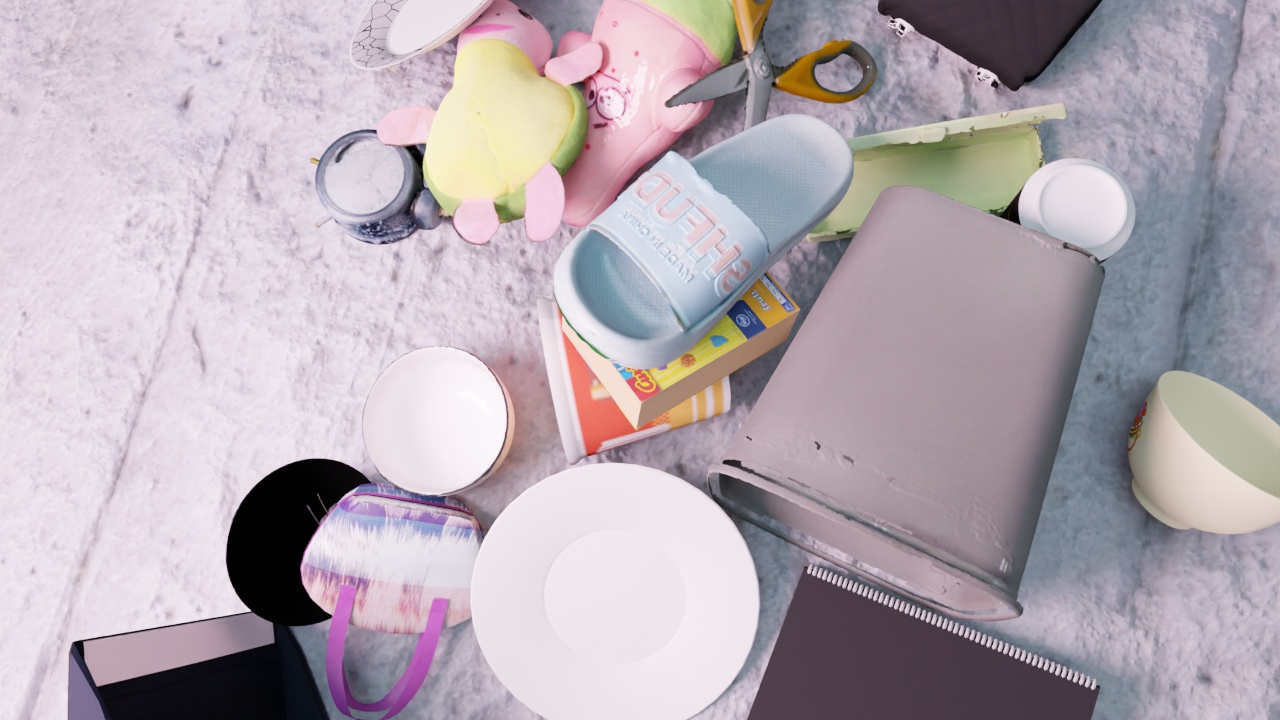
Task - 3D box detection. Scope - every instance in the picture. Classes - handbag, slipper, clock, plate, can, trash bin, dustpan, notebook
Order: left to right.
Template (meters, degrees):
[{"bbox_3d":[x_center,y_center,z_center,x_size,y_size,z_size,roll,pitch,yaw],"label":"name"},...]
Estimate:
[{"bbox_3d":[-0.247,0.303,0.587,0.080,0.236,0.273,-7,79,5],"label":"dustpan"},{"bbox_3d":[-0.188,0.184,0.686,0.144,0.068,0.170,13,92,-17],"label":"handbag"},{"bbox_3d":[-0.206,-0.146,0.757,0.129,0.052,0.090,-9,79,1],"label":"clock"},{"bbox_3d":[-0.160,-0.301,0.753,0.189,0.016,0.188,-20,47,23],"label":"plate"},{"bbox_3d":[-0.019,0.174,0.669,0.208,0.015,0.209,0,99,2],"label":"plate"},{"bbox_3d":[0.046,-0.093,0.577,0.244,0.074,0.104,-38,70,-24],"label":"slipper"},{"bbox_3d":[0.180,0.028,0.611,0.197,0.197,0.219,24,78,12],"label":"trash bin"},{"bbox_3d":[0.187,0.249,0.632,0.207,0.016,0.149,19,77,18],"label":"notebook"},{"bbox_3d":[0.272,-0.291,0.716,0.154,0.114,0.125,35,109,8],"label":"handbag"},{"bbox_3d":[0.286,-0.086,0.642,0.072,0.128,0.072,-1,80,7],"label":"can"}]

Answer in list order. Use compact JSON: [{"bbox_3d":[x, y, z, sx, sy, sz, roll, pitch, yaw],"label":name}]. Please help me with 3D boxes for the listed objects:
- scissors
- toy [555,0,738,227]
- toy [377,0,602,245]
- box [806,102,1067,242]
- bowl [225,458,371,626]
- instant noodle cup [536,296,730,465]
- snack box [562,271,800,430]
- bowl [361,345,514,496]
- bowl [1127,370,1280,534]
[{"bbox_3d":[0.093,-0.236,0.675,0.224,0.016,0.225,-25,101,-34],"label":"scissors"},{"bbox_3d":[-0.005,-0.214,0.722,0.192,0.096,0.237,36,100,44],"label":"toy"},{"bbox_3d":[-0.108,-0.186,0.712,0.190,0.087,0.237,-19,60,15],"label":"toy"},{"bbox_3d":[0.215,-0.136,0.697,0.188,0.091,0.083,-8,102,9],"label":"box"},{"bbox_3d":[-0.262,0.134,0.700,0.053,0.124,0.124,1,77,47],"label":"bowl"},{"bbox_3d":[-0.004,0.004,0.674,0.121,0.123,0.123,-11,79,-3],"label":"instant noodle cup"},{"bbox_3d":[0.025,-0.027,0.606,0.125,0.040,0.088,-30,68,-19],"label":"snack box"},{"bbox_3d":[-0.149,0.050,0.707,0.113,0.063,0.113,-1,80,7],"label":"bowl"},{"bbox_3d":[0.380,0.074,0.625,0.118,0.117,0.074,36,128,12],"label":"bowl"}]
